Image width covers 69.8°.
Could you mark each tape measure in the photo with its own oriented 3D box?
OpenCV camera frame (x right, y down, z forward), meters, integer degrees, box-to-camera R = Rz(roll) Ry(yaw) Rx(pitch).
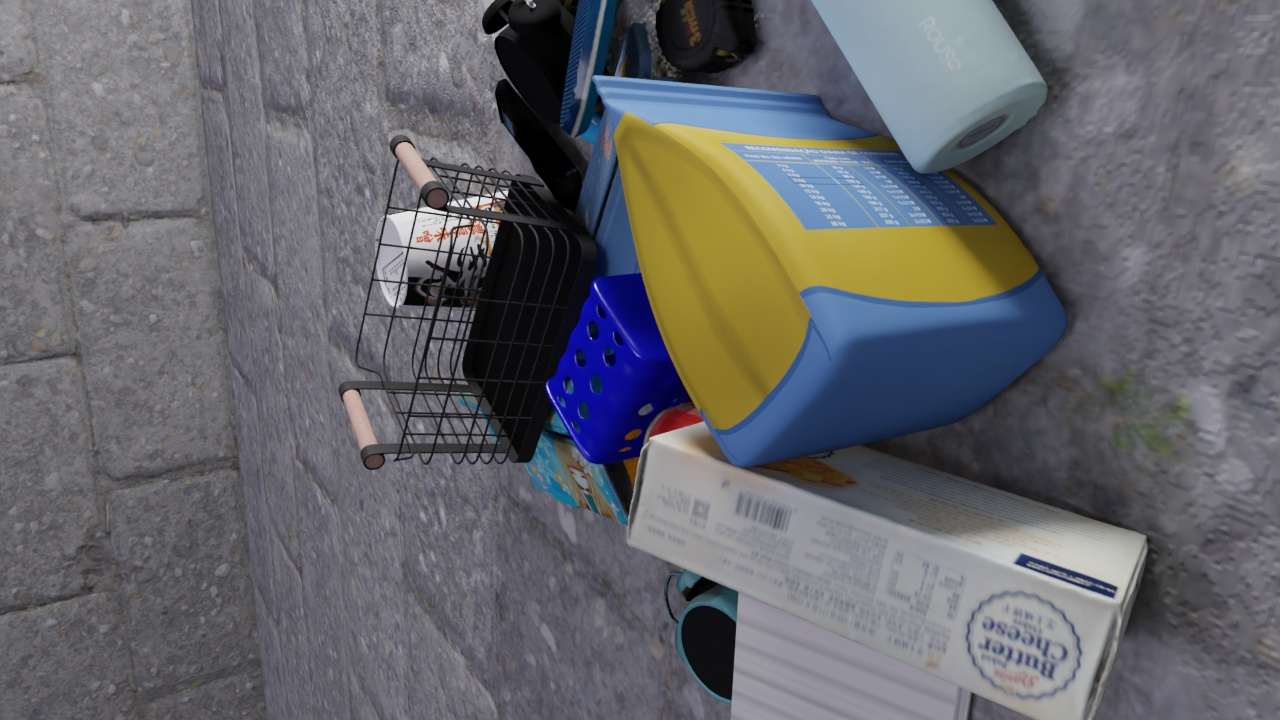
[{"bbox_3d":[0.042,-0.213,0.580,0.063,0.038,0.067,-14,89,49],"label":"tape measure"}]

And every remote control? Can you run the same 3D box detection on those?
[{"bbox_3d":[-0.091,-0.184,0.792,0.150,0.022,0.047,55,162,33],"label":"remote control"}]

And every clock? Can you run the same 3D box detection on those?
[{"bbox_3d":[-0.075,-0.232,0.685,0.091,0.042,0.121,32,160,53],"label":"clock"},{"bbox_3d":[0.059,0.185,0.637,0.124,0.053,0.090,15,112,43],"label":"clock"}]

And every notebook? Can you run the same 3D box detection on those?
[{"bbox_3d":[0.119,0.220,0.552,0.143,0.009,0.210,13,110,33],"label":"notebook"}]

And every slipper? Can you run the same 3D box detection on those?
[{"bbox_3d":[0.003,-0.285,0.582,0.118,0.060,0.295,-137,59,-70],"label":"slipper"}]

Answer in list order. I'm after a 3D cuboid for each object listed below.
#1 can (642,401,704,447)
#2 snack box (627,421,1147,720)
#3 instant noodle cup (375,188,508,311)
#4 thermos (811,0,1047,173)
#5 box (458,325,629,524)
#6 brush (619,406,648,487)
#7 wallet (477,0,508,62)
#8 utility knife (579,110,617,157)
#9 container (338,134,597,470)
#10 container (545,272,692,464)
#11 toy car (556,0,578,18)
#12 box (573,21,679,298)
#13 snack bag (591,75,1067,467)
[{"bbox_3d":[0.071,0.070,0.580,0.170,0.067,0.067,15,111,55],"label":"can"},{"bbox_3d":[0.109,0.083,0.422,0.208,0.104,0.057,17,104,31],"label":"snack box"},{"bbox_3d":[-0.179,-0.099,0.873,0.124,0.121,0.124,21,116,54],"label":"instant noodle cup"},{"bbox_3d":[0.107,-0.190,0.430,0.065,0.077,0.206,-31,78,21],"label":"thermos"},{"bbox_3d":[-0.096,0.050,0.841,0.227,0.071,0.182,8,103,56],"label":"box"},{"bbox_3d":[0.017,0.106,0.719,0.049,0.017,0.126,-51,56,50],"label":"brush"},{"bbox_3d":[-0.111,-0.313,0.789,0.116,0.037,0.118,-39,62,54],"label":"wallet"},{"bbox_3d":[-0.055,-0.201,0.753,0.174,0.015,0.031,46,137,39],"label":"utility knife"},{"bbox_3d":[-0.150,-0.040,0.747,0.163,0.130,0.242,51,129,48],"label":"container"},{"bbox_3d":[-0.004,0.004,0.664,0.085,0.084,0.114,58,140,29],"label":"container"},{"bbox_3d":[-0.045,-0.280,0.685,0.112,0.047,0.047,-48,55,51],"label":"toy car"},{"bbox_3d":[-0.013,-0.126,0.670,0.127,0.034,0.210,62,148,30],"label":"box"},{"bbox_3d":[0.079,-0.064,0.448,0.103,0.158,0.205,-55,51,45],"label":"snack bag"}]
